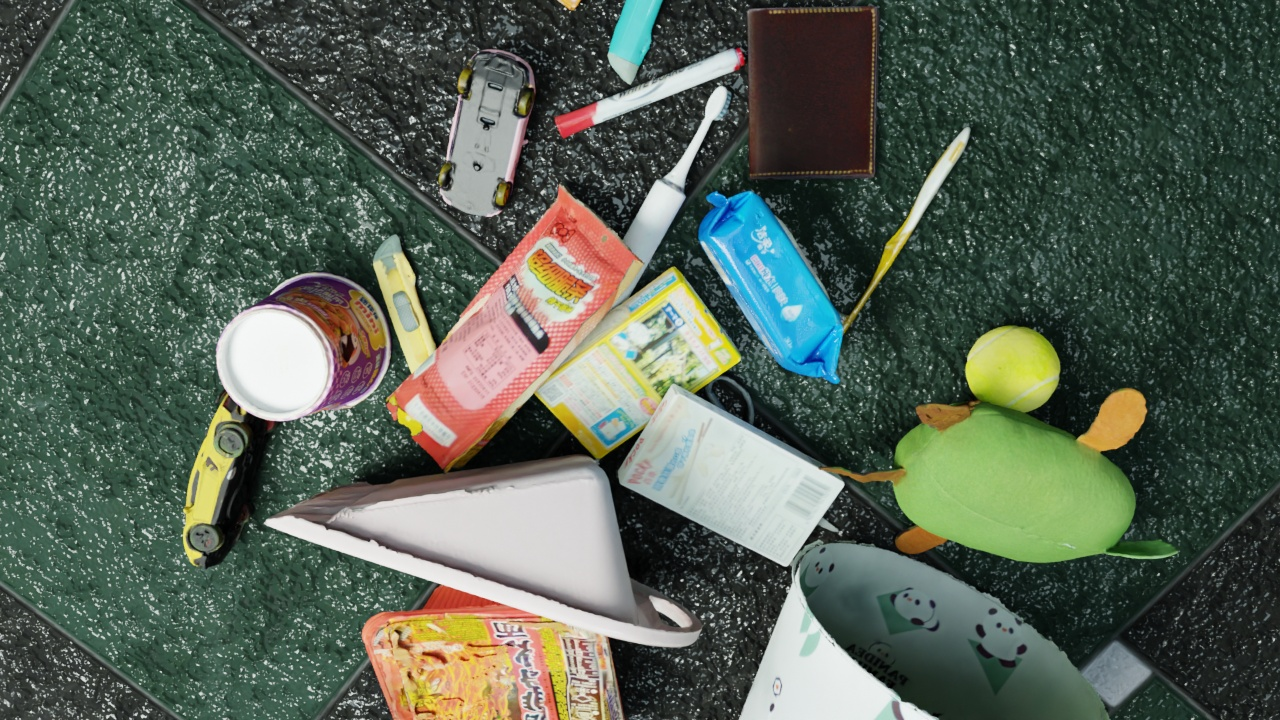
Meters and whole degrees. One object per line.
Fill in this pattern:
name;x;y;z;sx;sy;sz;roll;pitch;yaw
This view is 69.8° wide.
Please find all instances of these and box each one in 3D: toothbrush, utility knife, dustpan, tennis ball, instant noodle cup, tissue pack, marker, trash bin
toothbrush;0.009;-0.105;0.691;0.027;0.026;0.221;35;102;24
utility knife;0.022;-0.301;0.657;0.029;0.013;0.205;23;104;0
utility knife;-0.175;-0.017;0.726;0.031;0.018;0.165;-16;105;12
toothbrush;0.191;-0.091;0.691;0.018;0.016;0.191;31;102;5
dustpan;-0.100;0.147;0.650;0.273;0.222;0.139;-8;89;-3
tennis ball;0.275;0.007;0.680;0.065;0.065;0.065;1;101;3
instant noodle cup;-0.254;-0.006;0.688;0.111;0.099;0.111;0;101;1
tissue pack;0.095;-0.056;0.663;0.052;0.095;0.157;-33;98;2
marker;0.007;-0.198;0.678;0.145;0.017;0.017;-20;100;6
trash bin;0.169;0.301;0.672;0.229;0.229;0.252;21;107;-2
instant noodle cup;-0.108;0.240;0.724;0.189;0.079;0.165;-4;119;5

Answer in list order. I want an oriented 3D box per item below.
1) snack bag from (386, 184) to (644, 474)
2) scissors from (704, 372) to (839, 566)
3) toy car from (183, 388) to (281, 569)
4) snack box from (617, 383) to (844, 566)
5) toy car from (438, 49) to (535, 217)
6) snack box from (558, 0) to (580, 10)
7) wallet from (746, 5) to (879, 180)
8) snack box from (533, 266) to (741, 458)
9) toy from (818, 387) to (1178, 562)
snack bag;-0.094;-0.023;0.670;0.208;0.128;0.073;-47;134;8
scissors;0.081;0.088;0.735;0.174;0.014;0.159;4;104;0
toy car;-0.327;0.092;0.724;0.041;0.071;0.156;19;102;-3
snack box;0.070;0.090;0.706;0.156;0.027;0.085;29;103;-14
toy car;-0.113;-0.167;0.681;0.056;0.037;0.123;20;114;2
snack box;-0.035;-0.334;0.643;0.075;0.026;0.154;33;101;-13
wallet;0.127;-0.195;0.672;0.096;0.020;0.122;-2;100;-2
snack box;-0.004;0.004;0.695;0.140;0.033;0.087;-35;121;10
toy;0.263;0.088;0.668;0.246;0.089;0.228;23;138;-20
